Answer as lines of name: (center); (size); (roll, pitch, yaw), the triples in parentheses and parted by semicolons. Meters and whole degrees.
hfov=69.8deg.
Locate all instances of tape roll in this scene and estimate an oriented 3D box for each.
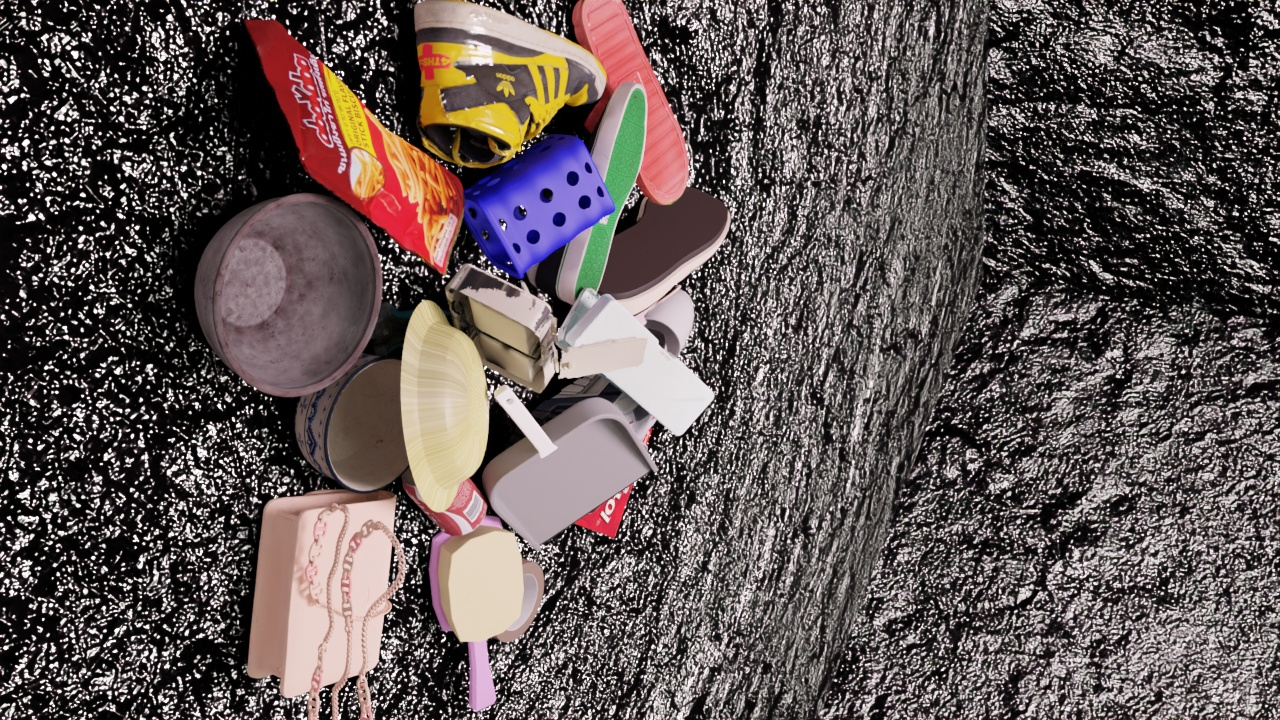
tape roll: (-0.150, 0.272, 1.052); (0.093, 0.030, 0.094); (-33, 130, -52)

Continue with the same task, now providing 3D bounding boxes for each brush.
brush: (-0.168, 0.276, 0.968); (0.089, 0.043, 0.229); (-14, 111, -35)

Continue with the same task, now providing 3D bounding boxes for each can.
can: (-0.191, 0.127, 0.891); (0.053, 0.054, 0.097); (-60, 148, -27)

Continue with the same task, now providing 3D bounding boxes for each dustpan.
dustpan: (-0.087, 0.097, 0.930); (0.163, 0.033, 0.258); (-33, 136, -3)

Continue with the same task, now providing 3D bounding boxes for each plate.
plate: (-0.161, 0.039, 0.804); (0.184, 0.036, 0.184); (-2, 88, -86)

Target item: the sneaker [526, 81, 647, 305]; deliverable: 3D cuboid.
sneaker: (-0.060, -0.179, 0.953); (0.084, 0.079, 0.235); (4, 106, -68)

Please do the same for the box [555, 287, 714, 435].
box: (-0.001, 0.007, 0.974); (0.199, 0.073, 0.085); (40, 57, -40)

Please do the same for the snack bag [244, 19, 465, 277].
snack bag: (-0.213, -0.151, 0.692); (0.208, 0.067, 0.138); (40, 28, -62)

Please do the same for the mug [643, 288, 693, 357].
mug: (0.024, -0.065, 1.195); (0.107, 0.071, 0.089); (53, 41, -21)

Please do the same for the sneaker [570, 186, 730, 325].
sneaker: (0.014, -0.109, 1.126); (0.292, 0.112, 0.117); (-48, 163, -44)

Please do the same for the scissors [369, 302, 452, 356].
scissors: (-0.212, -0.034, 0.814); (0.134, 0.019, 0.130); (-61, 151, -31)

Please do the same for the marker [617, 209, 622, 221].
marker: (-0.052, -0.192, 1.031); (0.126, 0.025, 0.025); (45, 62, -58)

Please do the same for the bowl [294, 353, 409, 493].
bowl: (-0.237, 0.047, 0.764); (0.115, 0.059, 0.116); (-33, 130, -52)

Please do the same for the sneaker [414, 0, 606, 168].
sneaker: (-0.112, -0.232, 0.836); (0.238, 0.086, 0.122); (1, 95, -57)

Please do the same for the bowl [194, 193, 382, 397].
bowl: (-0.264, -0.051, 0.664); (0.144, 0.067, 0.145); (-33, 130, -52)

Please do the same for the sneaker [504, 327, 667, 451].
sneaker: (-0.041, 0.081, 1.054); (0.239, 0.089, 0.124); (-44, 136, -18)

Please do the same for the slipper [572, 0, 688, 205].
slipper: (-0.021, -0.281, 1.015); (0.103, 0.059, 0.249); (-51, 127, -37)

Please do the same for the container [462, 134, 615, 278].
container: (-0.098, -0.146, 0.849); (0.113, 0.085, 0.084); (-37, 120, -16)

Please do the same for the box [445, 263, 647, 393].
box: (-0.081, -0.024, 0.854); (0.080, 0.182, 0.144); (-60, 172, -23)

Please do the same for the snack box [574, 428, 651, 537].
snack box: (-0.051, 0.137, 1.166); (0.132, 0.036, 0.152); (39, 68, -59)

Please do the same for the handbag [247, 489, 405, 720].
handbag: (-0.216, 0.207, 0.738); (0.116, 0.187, 0.199); (4, 94, -54)
